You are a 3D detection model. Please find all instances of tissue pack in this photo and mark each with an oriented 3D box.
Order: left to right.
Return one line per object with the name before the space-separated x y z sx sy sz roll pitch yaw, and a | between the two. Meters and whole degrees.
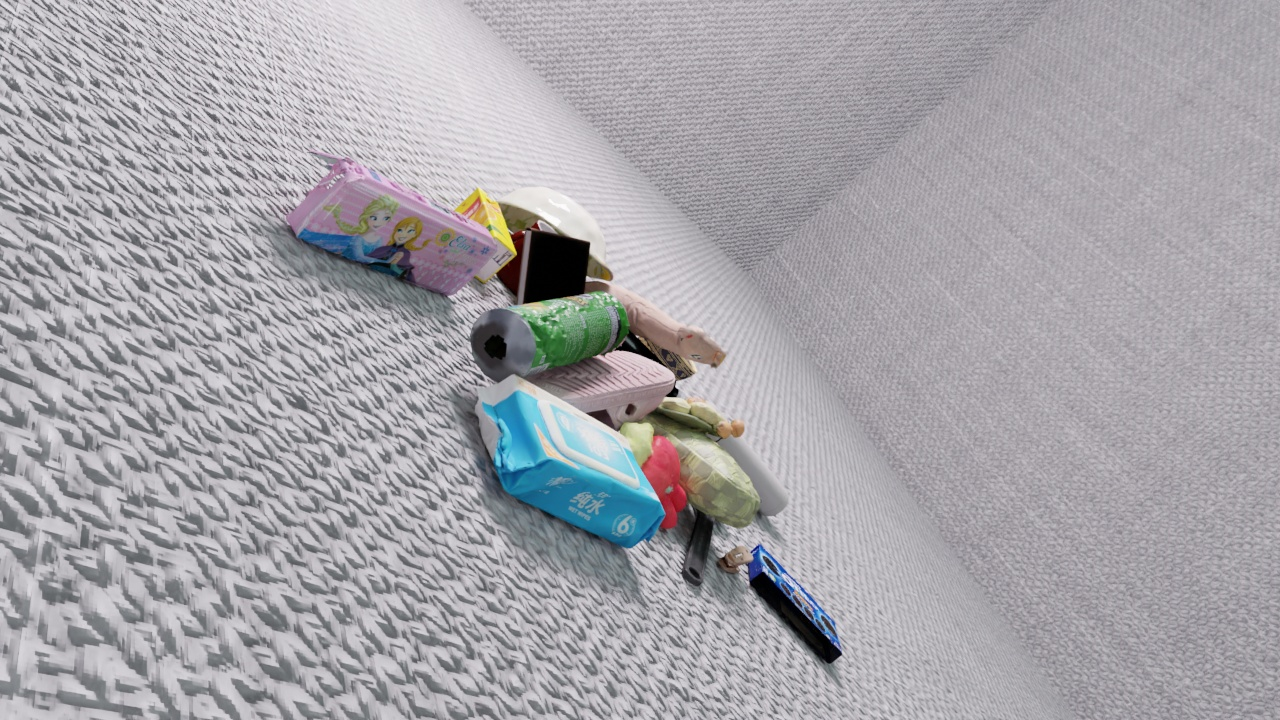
tissue pack | -0.068 0.094 0.851 0.209 0.066 0.117 33 20 -43

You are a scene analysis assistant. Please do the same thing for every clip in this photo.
clip | 0.117 0.234 1.092 0.025 0.043 0.061 52 9 21

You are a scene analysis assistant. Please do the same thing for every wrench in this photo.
wrench | 0.075 0.202 1.093 0.073 0.018 0.272 39 15 -1

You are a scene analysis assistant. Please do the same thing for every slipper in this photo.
slipper | -0.048 0.041 1.015 0.094 0.064 0.238 26 21 32

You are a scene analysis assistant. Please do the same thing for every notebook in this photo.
notebook | -0.105 -0.082 1.113 0.008 0.141 0.209 9 5 14

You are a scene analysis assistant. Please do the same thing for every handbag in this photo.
handbag | 0.075 0.111 1.102 0.186 0.117 0.113 37 3 34

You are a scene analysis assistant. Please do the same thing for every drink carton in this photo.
drink carton | -0.198 -0.158 1.147 0.043 0.059 0.134 40 15 -39

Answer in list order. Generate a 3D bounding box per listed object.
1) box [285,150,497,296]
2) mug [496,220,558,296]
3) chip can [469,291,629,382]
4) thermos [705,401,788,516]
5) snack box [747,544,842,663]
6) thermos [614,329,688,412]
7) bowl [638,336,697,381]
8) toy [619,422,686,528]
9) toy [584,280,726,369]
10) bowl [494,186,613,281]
box | -0.247 -0.145 0.903 0.096 0.085 0.230 52 14 23
mug | -0.145 -0.132 1.188 0.073 0.083 0.105 56 15 27
chip can | -0.087 -0.027 0.937 0.075 0.076 0.222 51 23 9
thermos | 0.140 0.143 1.329 0.224 0.052 0.052 50 11 -32
snack box | 0.193 0.306 1.160 0.150 0.027 0.082 47 13 -7
thermos | -0.008 0.007 1.281 0.231 0.061 0.061 44 14 -17
bowl | 0.032 -0.011 1.447 0.112 0.061 0.112 54 8 -11
toy | 0.011 0.126 1.003 0.135 0.045 0.091 55 49 -30
toy | 0.022 -0.045 1.324 0.264 0.065 0.196 26 -5 30
bowl | -0.119 -0.193 1.316 0.219 0.060 0.188 30 -9 8
